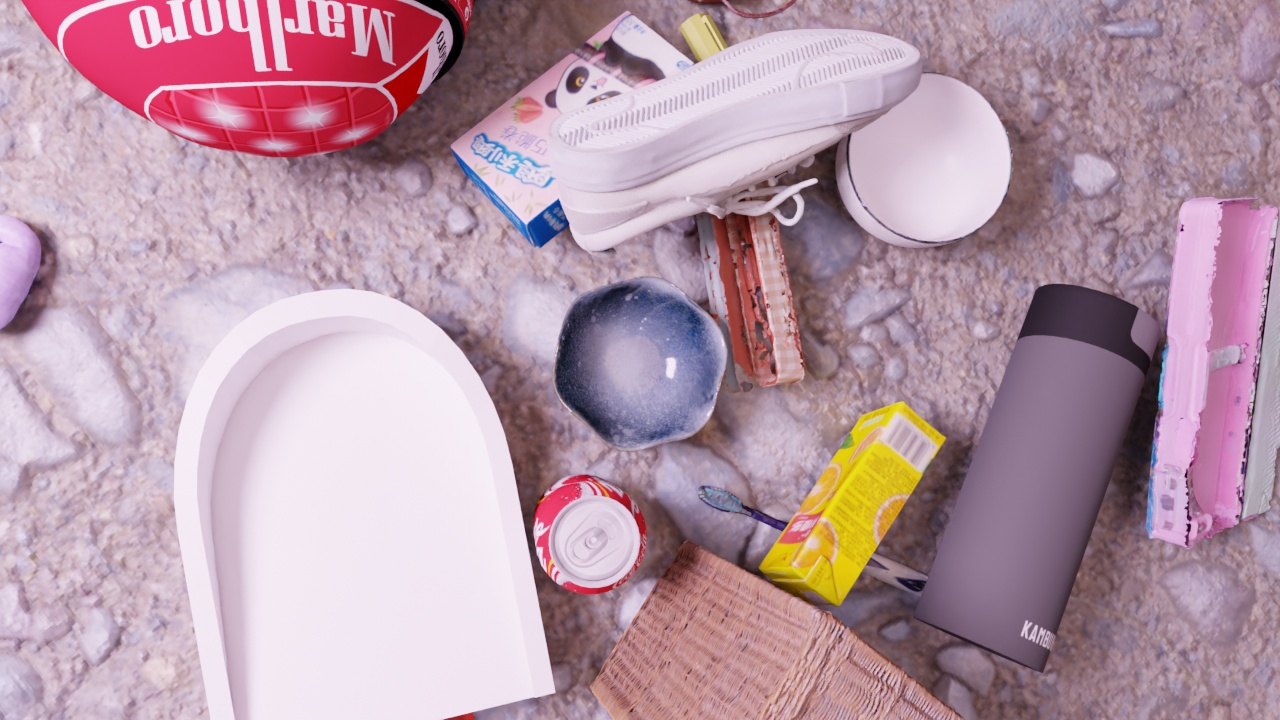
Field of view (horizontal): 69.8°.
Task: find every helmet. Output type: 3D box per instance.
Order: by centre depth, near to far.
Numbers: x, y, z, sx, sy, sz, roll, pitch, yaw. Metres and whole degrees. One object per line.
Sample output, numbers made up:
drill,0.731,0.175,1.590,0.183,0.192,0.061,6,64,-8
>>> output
helmet,-0.200,-0.229,0.511,0.270,0.198,0.224,-7,87,-16

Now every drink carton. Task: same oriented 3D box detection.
drink carton,0.136,0.094,0.591,0.043,0.059,0.134,40,70,-3

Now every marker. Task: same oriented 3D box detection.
marker,0.066,-0.181,0.631,0.017,0.021,0.124,-32,93,-53

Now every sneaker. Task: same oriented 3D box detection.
sneaker,0.061,-0.130,0.559,0.242,0.091,0.089,-23,45,-16

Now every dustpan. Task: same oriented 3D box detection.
dustpan,-0.169,0.088,0.542,0.191,0.053,0.257,-11,77,-9

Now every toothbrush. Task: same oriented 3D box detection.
toothbrush,0.125,0.124,0.620,0.189,0.017,0.016,24,82,-6

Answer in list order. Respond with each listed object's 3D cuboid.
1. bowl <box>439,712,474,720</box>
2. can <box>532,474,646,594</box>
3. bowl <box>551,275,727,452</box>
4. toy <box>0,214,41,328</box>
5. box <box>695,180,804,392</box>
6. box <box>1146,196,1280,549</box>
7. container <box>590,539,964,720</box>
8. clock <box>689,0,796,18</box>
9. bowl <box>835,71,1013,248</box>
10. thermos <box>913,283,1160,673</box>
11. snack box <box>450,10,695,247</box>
bowl,-0.166,0.246,0.560,0.130,0.045,0.130,1,86,-8
can,-0.033,0.103,0.557,0.064,0.105,0.064,1,86,-8
bowl,-0.004,0.003,0.592,0.110,0.055,0.110,1,86,-8
toy,-0.419,-0.060,0.552,0.099,0.036,0.080,22,74,-11
box,0.058,-0.071,0.613,0.063,0.056,0.188,-9,85,-13
box,0.414,0.003,0.635,0.159,0.035,0.230,-8,104,-33
container,0.068,0.194,0.519,0.112,0.199,0.113,37,79,-15
clock,0.061,-0.306,0.612,0.120,0.072,0.157,-22,89,-8
bowl,0.184,-0.130,0.621,0.113,0.063,0.113,0,87,-8
thermos,0.262,0.073,0.604,0.082,0.082,0.240,25,81,-5
snack box,-0.037,-0.151,0.593,0.154,0.033,0.088,-40,65,-8
